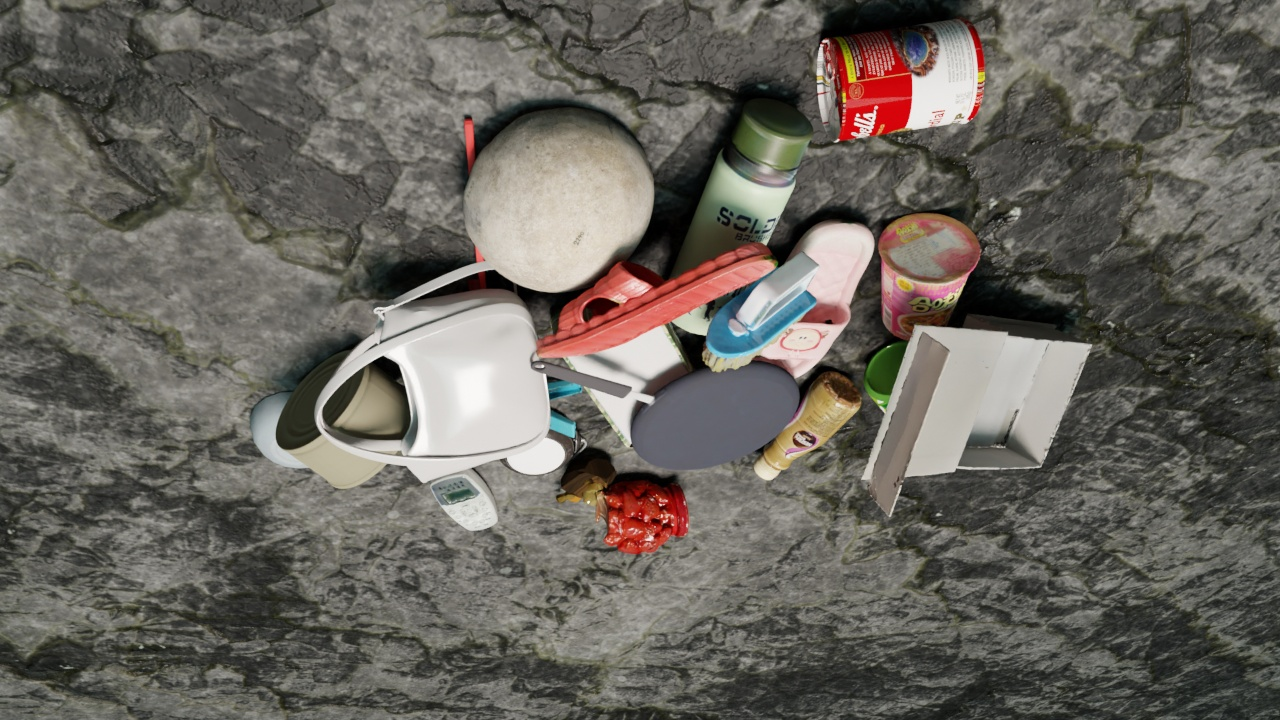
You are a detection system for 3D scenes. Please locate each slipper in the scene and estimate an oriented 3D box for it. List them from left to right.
[{"bbox_3d":[0.003,-0.063,0.843,0.249,0.059,0.103,-23,171,23],"label":"slipper"},{"bbox_3d":[0.179,-0.055,0.973,0.106,0.055,0.222,6,132,-18],"label":"slipper"}]

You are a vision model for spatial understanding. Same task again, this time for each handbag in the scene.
[{"bbox_3d":[-0.208,0.016,0.899,0.222,0.095,0.216,-15,115,-19],"label":"handbag"}]

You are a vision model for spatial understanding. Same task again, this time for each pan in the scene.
[{"bbox_3d":[0.028,0.050,0.991,0.356,0.021,0.199,18,131,-39],"label":"pan"}]

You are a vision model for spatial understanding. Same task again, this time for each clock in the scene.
[{"bbox_3d":[-0.120,0.101,1.084,0.122,0.043,0.091,27,125,-30],"label":"clock"}]

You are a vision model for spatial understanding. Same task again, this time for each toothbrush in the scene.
[{"bbox_3d":[-0.160,-0.132,0.870,0.018,0.012,0.213,-3,134,-7],"label":"toothbrush"}]

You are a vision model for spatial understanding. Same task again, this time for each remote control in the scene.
[{"bbox_3d":[-0.218,0.173,1.149,0.060,0.028,0.114,-16,134,6],"label":"remote control"}]

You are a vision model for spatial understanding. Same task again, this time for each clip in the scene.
[{"bbox_3d":[-0.126,0.054,1.014,0.119,0.102,0.027,7,131,2],"label":"clip"}]

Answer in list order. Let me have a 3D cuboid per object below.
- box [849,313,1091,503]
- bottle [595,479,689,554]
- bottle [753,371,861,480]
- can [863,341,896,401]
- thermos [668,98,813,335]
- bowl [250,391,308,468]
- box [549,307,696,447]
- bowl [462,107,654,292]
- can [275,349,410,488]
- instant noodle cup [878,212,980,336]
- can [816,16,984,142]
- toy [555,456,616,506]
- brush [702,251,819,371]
[{"bbox_3d":[0.339,0.040,0.963,0.367,0.098,0.166,0,112,-39],"label":"box"},{"bbox_3d":[-0.002,0.201,1.176,0.111,0.099,0.099,-7,136,-17],"label":"bottle"},{"bbox_3d":[0.195,0.085,1.109,0.059,0.059,0.166,18,130,-25],"label":"bottle"},{"bbox_3d":[0.329,0.047,1.077,0.083,0.083,0.144,-32,131,20],"label":"can"},{"bbox_3d":[0.091,-0.134,0.870,0.082,0.082,0.232,7,132,-16],"label":"thermos"},{"bbox_3d":[-0.384,0.085,1.028,0.106,0.039,0.106,-5,135,-5],"label":"bowl"},{"bbox_3d":[-0.006,0.006,1.007,0.118,0.050,0.205,-25,134,10],"label":"box"},{"bbox_3d":[-0.063,-0.129,0.818,0.178,0.081,0.179,-11,125,-17],"label":"bowl"},{"bbox_3d":[-0.307,0.060,0.955,0.128,0.127,0.073,-29,130,18],"label":"can"},{"bbox_3d":[0.290,-0.080,0.947,0.098,0.097,0.109,-10,143,0],"label":"instant noodle cup"},{"bbox_3d":[0.218,-0.237,0.777,0.116,0.086,0.087,-9,135,0],"label":"can"},{"bbox_3d":[-0.074,0.156,1.138,0.076,0.062,0.100,1,149,-41],"label":"toy"},{"bbox_3d":[0.112,-0.045,0.872,0.135,0.055,0.075,-37,161,-33],"label":"brush"}]
